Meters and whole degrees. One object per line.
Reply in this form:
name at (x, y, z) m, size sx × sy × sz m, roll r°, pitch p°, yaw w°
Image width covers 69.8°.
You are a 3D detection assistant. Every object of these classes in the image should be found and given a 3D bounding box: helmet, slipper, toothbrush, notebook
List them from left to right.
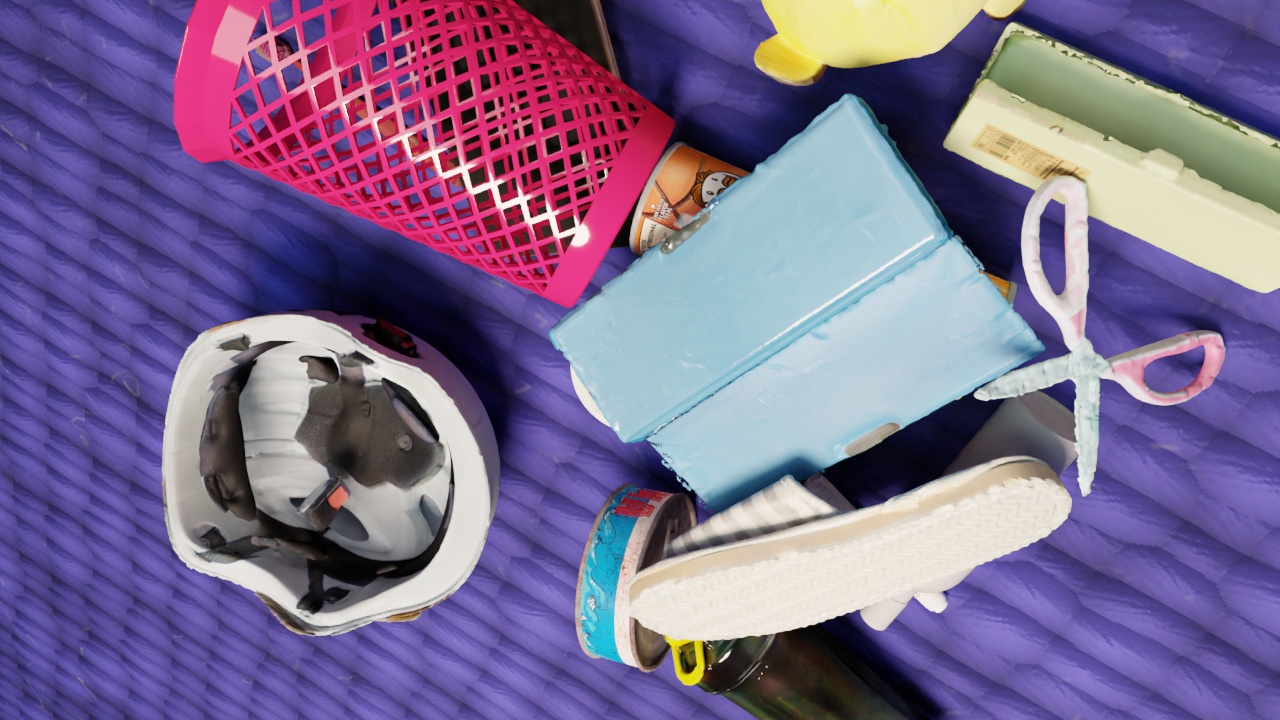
toothbrush at (-0.207, -0.184, 0.672) m, size 0.190 × 0.016 × 0.016 m, roll 35°, pitch 123°, yaw 5°
helmet at (-0.220, 0.072, 0.718) m, size 0.264 × 0.163 × 0.237 m, roll 14°, pitch 105°, yaw 9°
notebook at (-0.076, -0.166, 0.604) m, size 0.142 × 0.008 × 0.209 m, roll -2°, pitch 123°, yaw 26°
slipper at (0.117, 0.112, 0.558) m, size 0.273 × 0.053 × 0.114 m, roll -22°, pitch 133°, yaw 23°

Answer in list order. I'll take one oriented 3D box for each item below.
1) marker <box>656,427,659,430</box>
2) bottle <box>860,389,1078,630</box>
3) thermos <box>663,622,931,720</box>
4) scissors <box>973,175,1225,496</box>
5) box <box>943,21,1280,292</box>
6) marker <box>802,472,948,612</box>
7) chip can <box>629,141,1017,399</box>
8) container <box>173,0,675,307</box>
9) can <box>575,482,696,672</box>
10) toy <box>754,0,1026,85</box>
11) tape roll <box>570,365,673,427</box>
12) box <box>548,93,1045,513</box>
marker at (0.044, 0.065, 0.676) m, size 0.145 × 0.019 × 0.019 m, roll 38°, pitch 124°, yaw 3°
bottle at (0.204, 0.106, 0.594) m, size 0.052 × 0.052 × 0.196 m, roll 33°, pitch 120°, yaw 7°
thermos at (0.120, 0.239, 0.675) m, size 0.221 × 0.097 × 0.098 m, roll 39°, pitch 125°, yaw -7°
scissors at (0.243, -0.014, 0.484) m, size 0.013 × 0.170 × 0.172 m, roll -157°, pitch 56°, yaw -68°
box at (0.256, -0.100, 0.477) m, size 0.188 × 0.090 × 0.078 m, roll 27°, pitch 143°, yaw 8°
marker at (0.168, 0.129, 0.651) m, size 0.133 × 0.017 × 0.020 m, roll 44°, pitch 144°, yaw 0°
chip can at (0.105, -0.056, 0.553) m, size 0.215 × 0.075 × 0.075 m, roll 26°, pitch 123°, yaw 12°
container at (-0.108, -0.139, 0.530) m, size 0.225 × 0.182 × 0.184 m, roll 29°, pitch 124°, yaw -7°
can at (0.000, 0.158, 0.677) m, size 0.044 × 0.129 × 0.130 m, roll 8°, pitch 117°, yaw 22°
toy at (0.095, -0.245, 0.461) m, size 0.149 × 0.083 × 0.214 m, roll -23°, pitch 100°, yaw 34°
tape roll at (-0.004, 0.004, 0.654) m, size 0.094 × 0.018 × 0.094 m, roll 3°, pitch 101°, yaw 15°
box at (0.076, -0.010, 0.517) m, size 0.232 × 0.047 × 0.177 m, roll -36°, pitch 96°, yaw 31°
